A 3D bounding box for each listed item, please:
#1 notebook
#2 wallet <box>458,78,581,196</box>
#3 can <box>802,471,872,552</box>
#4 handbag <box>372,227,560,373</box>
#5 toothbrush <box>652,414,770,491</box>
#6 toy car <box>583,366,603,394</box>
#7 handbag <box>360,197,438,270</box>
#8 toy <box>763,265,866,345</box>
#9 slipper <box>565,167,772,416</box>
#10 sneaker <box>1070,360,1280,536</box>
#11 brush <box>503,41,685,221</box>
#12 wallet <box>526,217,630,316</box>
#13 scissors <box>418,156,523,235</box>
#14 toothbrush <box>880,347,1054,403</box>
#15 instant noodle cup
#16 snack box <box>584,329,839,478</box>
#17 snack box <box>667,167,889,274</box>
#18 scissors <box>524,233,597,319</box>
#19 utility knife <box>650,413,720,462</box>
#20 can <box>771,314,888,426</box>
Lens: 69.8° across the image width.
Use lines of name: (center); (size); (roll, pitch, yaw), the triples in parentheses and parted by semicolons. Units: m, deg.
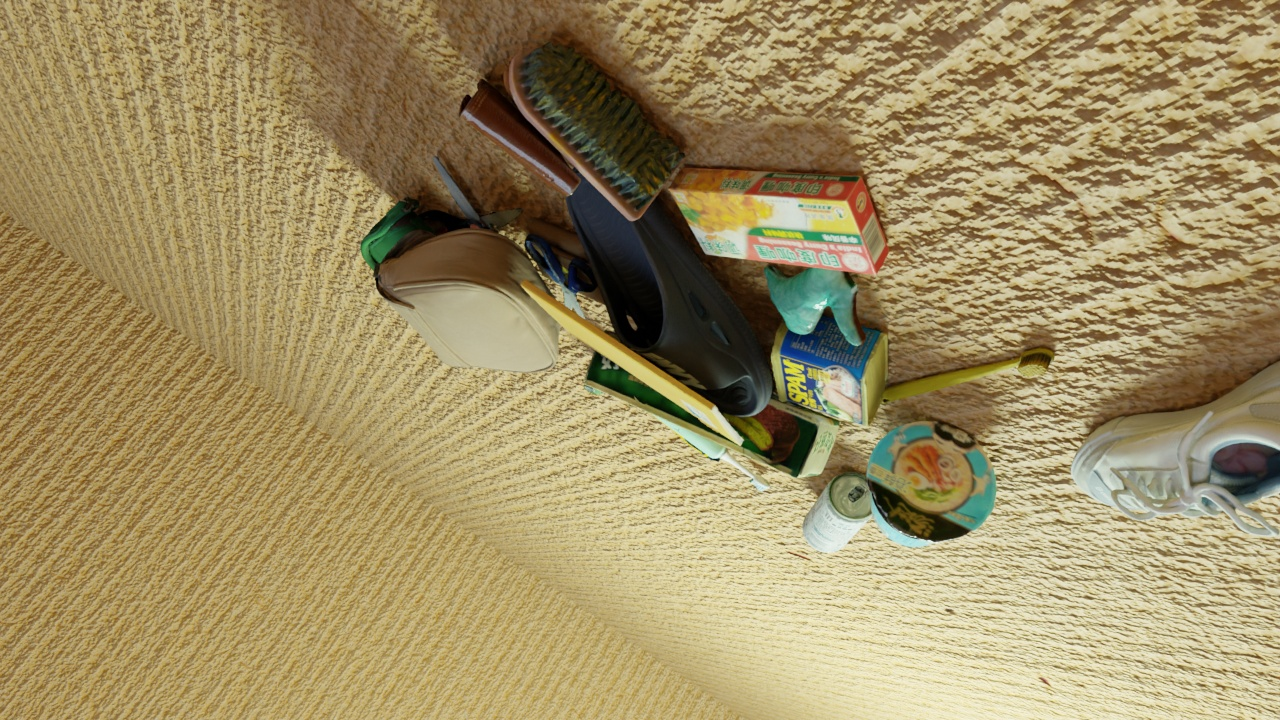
notebook: (-0.005, 0.005, 0.817); (0.206, 0.010, 0.146); (33, 175, 22)
wallet: (-0.094, -0.175, 0.722); (0.101, 0.032, 0.124); (39, -171, -20)
can: (0.227, 0.176, 1.052); (0.058, 0.058, 0.147); (28, 157, 11)
handbag: (-0.162, -0.059, 0.917); (0.148, 0.099, 0.204); (-2, 154, 12)
toothbrush: (0.072, 0.093, 1.127); (0.224, 0.026, 0.027); (36, 136, -10)
toy car: (-0.042, 0.013, 1.089); (0.036, 0.043, 0.091); (31, 158, 2)
handbag: (-0.233, -0.114, 1.013); (0.131, 0.067, 0.120); (44, 146, -12)
toy: (0.140, -0.048, 0.724); (0.092, 0.030, 0.096); (-39, 72, 56)
slipper: (0.008, -0.046, 0.792); (0.111, 0.083, 0.268); (-13, 116, 56)
sneaker: (0.378, 0.080, 0.624); (0.089, 0.090, 0.243); (33, 158, 2)
brush: (-0.041, -0.173, 0.687); (0.145, 0.063, 0.073); (41, 159, -17)
wallet: (-0.056, -0.093, 0.912); (0.115, 0.033, 0.090); (27, 158, 23)
scissors: (-0.173, -0.132, 0.993); (0.235, 0.021, 0.221); (6, 146, 48)
toothbrush: (0.257, 0.017, 0.747); (0.015, 0.016, 0.190); (38, 157, -12)
instant noodle cup: (0.264, 0.126, 0.861); (0.111, 0.111, 0.120); (25, 165, 17)
snack box: (0.072, 0.043, 0.922); (0.240, 0.063, 0.114); (23, -176, 23)
snack box: (0.101, -0.106, 0.685); (0.156, 0.027, 0.077); (12, 151, 40)
scissors: (-0.081, -0.078, 0.924); (0.140, 0.012, 0.171); (39, 163, -17)
utility knife: (0.043, 0.083, 1.155); (0.154, 0.015, 0.033); (37, 154, -11)
can: (0.165, 0.006, 0.793); (0.083, 0.057, 0.102); (19, 154, 26)
